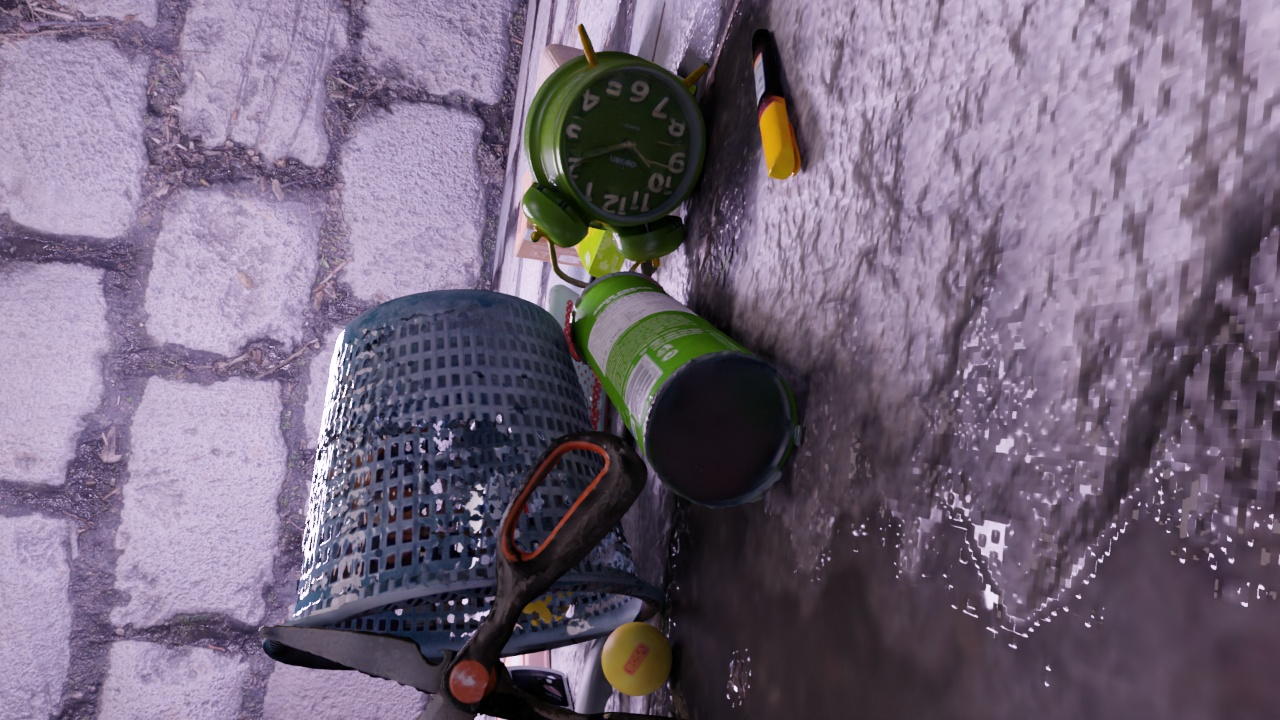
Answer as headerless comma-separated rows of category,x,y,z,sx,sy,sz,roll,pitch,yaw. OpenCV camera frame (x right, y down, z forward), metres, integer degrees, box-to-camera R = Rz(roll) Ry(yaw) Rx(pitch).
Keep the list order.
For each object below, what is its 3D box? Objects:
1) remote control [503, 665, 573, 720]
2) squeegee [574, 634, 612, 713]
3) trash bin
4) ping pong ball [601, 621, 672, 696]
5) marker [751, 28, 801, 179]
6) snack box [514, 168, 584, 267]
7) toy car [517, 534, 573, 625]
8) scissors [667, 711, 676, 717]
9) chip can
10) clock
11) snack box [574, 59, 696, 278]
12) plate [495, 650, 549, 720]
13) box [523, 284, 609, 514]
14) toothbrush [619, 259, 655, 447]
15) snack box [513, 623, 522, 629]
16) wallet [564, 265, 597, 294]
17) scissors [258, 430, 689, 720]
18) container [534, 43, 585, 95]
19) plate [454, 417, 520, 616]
remote control,-0.081,0.293,0.747,0.150,0.058,0.021,-136,58,-73
squeegee,-0.038,0.297,0.606,0.248,0.040,0.249,132,144,-68
trash bin,-0.110,0.072,0.568,0.227,0.226,0.194,121,144,-60
ping pong ball,-0.002,0.169,0.520,0.040,0.040,0.040,-173,91,-77
marker,0.067,-0.134,0.467,0.018,0.015,0.123,114,162,-46
snack box,-0.057,-0.133,0.812,0.094,0.092,0.077,149,128,-74
toy car,-0.091,0.163,0.835,0.041,0.071,0.155,120,152,-65
scissors,0.003,0.280,0.463,0.170,0.019,0.181,-115,41,-66
chip can,0.011,0.003,0.491,0.236,0.072,0.072,-131,50,-73
clock,-0.017,-0.125,0.601,0.056,0.116,0.161,-144,65,-64
snack box,-0.009,-0.145,0.699,0.085,0.026,0.157,-115,45,-61
plate,-0.130,0.376,0.971,0.230,0.028,0.229,-173,91,-77
box,-0.079,0.046,0.783,0.102,0.100,0.201,-14,63,36
toothbrush,-0.004,0.004,0.689,0.017,0.012,0.185,169,108,-82
snack box,-0.125,0.229,0.977,0.087,0.033,0.140,-65,14,-4
wallet,-0.056,-0.095,0.956,0.097,0.019,0.121,-105,27,-54
scissors,-0.057,0.134,0.410,0.022,0.234,0.220,74,-144,-79
container,-0.048,-0.232,0.849,0.110,0.090,0.090,-112,32,-59
plate,-0.131,0.131,0.787,0.266,0.034,0.162,145,130,-72
